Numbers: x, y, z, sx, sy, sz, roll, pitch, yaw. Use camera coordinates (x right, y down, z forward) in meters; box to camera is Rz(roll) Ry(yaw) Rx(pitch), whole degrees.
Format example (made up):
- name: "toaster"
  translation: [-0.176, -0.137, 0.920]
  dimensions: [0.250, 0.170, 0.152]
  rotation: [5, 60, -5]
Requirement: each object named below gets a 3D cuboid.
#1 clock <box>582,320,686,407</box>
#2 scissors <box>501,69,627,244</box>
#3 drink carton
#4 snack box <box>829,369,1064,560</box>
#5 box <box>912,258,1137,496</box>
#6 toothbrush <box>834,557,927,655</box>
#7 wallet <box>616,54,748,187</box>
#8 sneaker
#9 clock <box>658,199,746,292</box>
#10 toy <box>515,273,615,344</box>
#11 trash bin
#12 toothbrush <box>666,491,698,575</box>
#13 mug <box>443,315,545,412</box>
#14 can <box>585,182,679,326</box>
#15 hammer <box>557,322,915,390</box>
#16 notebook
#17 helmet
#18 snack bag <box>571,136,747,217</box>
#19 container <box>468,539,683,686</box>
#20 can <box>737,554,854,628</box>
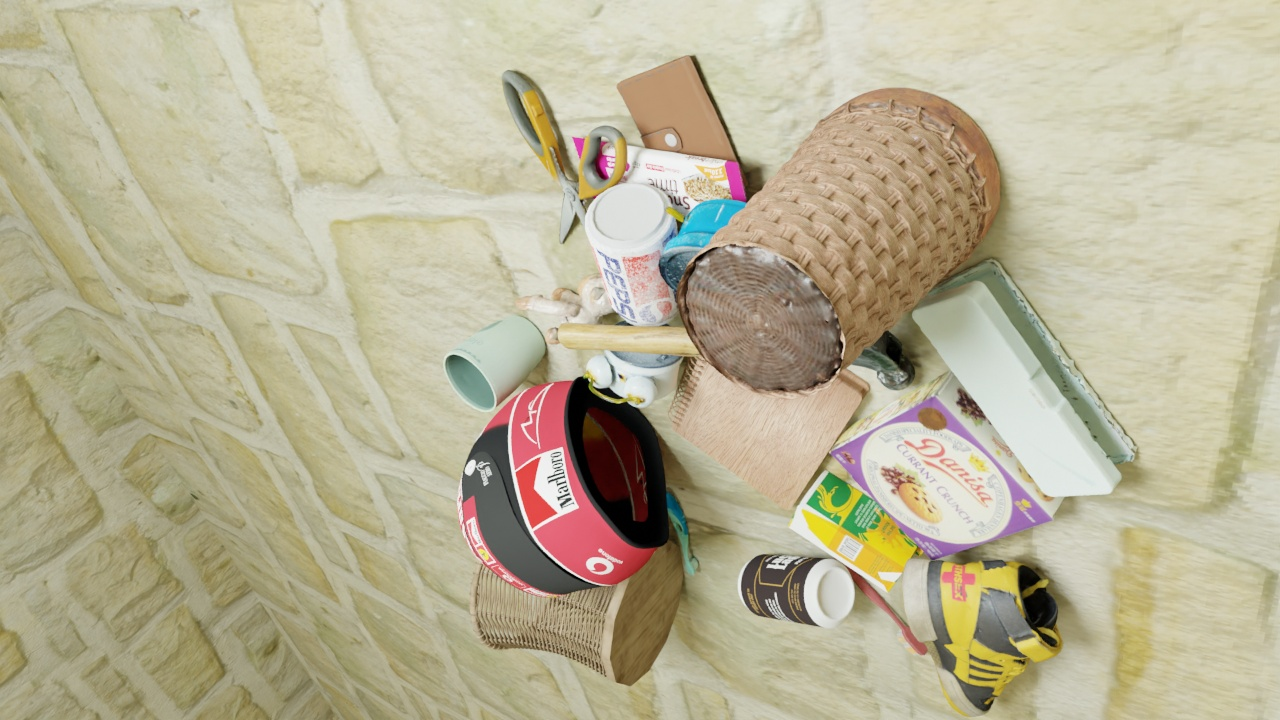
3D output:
- name: "clock"
  translation: [-0.006, 0.005, 0.931]
  dimensions: [0.083, 0.117, 0.057]
  rotation: [27, 132, 24]
- name: "scissors"
  translation: [-0.072, -0.184, 0.882]
  dimensions: [0.226, 0.016, 0.226]
  rotation: [53, 155, 7]
- name: "drink carton"
  translation: [0.218, 0.171, 0.915]
  dimensions: [0.122, 0.058, 0.041]
  rotation: [32, 141, 18]
- name: "snack box"
  translation: [0.267, 0.097, 0.814]
  dimensions: [0.143, 0.040, 0.148]
  rotation: [46, 144, 0]
- name: "box"
  translation: [0.293, 0.021, 0.711]
  dimensions: [0.085, 0.070, 0.199]
  rotation: [-35, 99, 34]
- name: "toothbrush"
  translation: [0.247, 0.251, 0.999]
  dimensions: [0.184, 0.015, 0.016]
  rotation: [49, 146, -2]
- name: "wallet"
  translation: [0.035, -0.195, 0.791]
  dimensions: [0.088, 0.013, 0.121]
  rotation: [-5, 122, 46]
- name: "sneaker"
  translation: [0.337, 0.264, 0.868]
  dimensions: [0.122, 0.085, 0.238]
  rotation: [-10, 134, 30]
- name: "clock"
  translation: [0.086, -0.075, 0.787]
  dimensions: [0.117, 0.060, 0.161]
  rotation: [10, 159, 31]
- name: "toy"
  translation: [-0.066, -0.059, 0.968]
  dimensions: [0.106, 0.085, 0.074]
  rotation: [-21, 78, 30]
- name: "trash bin"
  translation: [0.139, -0.079, 0.635]
  dimensions: [0.151, 0.209, 0.151]
  rotation: [25, 139, 24]
- name: "toothbrush"
  translation: [0.052, 0.216, 1.157]
  dimensions: [0.022, 0.017, 0.135]
  rotation: [8, 126, 40]
- name: "mug"
  translation: [-0.179, 0.001, 1.104]
  dimensions: [0.112, 0.103, 0.084]
  rotation: [-16, 112, 49]
- name: "can"
  translation: [-0.001, -0.093, 0.842]
  dimensions: [0.078, 0.078, 0.136]
  rotation: [28, 159, 23]
- name: "hammer"
  translation: [0.064, -0.017, 0.821]
  dimensions: [0.331, 0.033, 0.132]
  rotation: [3, 164, 33]
- name: "notebook"
  translation: [0.117, 0.046, 0.929]
  dimensions: [0.169, 0.022, 0.211]
  rotation: [34, 142, 14]
- name: "helmet"
  translation: [-0.098, 0.153, 1.034]
  dimensions: [0.225, 0.270, 0.197]
  rotation: [-38, 125, 24]
- name: "snack bag"
  translation: [0.016, -0.158, 0.821]
  dimensions: [0.197, 0.016, 0.070]
  rotation: [20, 144, 39]
- name: "container"
  translation: [-0.074, 0.295, 1.192]
  dimensions: [0.196, 0.226, 0.227]
  rotation: [13, 132, 27]
- name: "can"
  translation: [0.171, 0.253, 1.015]
  dimensions: [0.072, 0.071, 0.129]
  rotation: [56, 150, -12]
